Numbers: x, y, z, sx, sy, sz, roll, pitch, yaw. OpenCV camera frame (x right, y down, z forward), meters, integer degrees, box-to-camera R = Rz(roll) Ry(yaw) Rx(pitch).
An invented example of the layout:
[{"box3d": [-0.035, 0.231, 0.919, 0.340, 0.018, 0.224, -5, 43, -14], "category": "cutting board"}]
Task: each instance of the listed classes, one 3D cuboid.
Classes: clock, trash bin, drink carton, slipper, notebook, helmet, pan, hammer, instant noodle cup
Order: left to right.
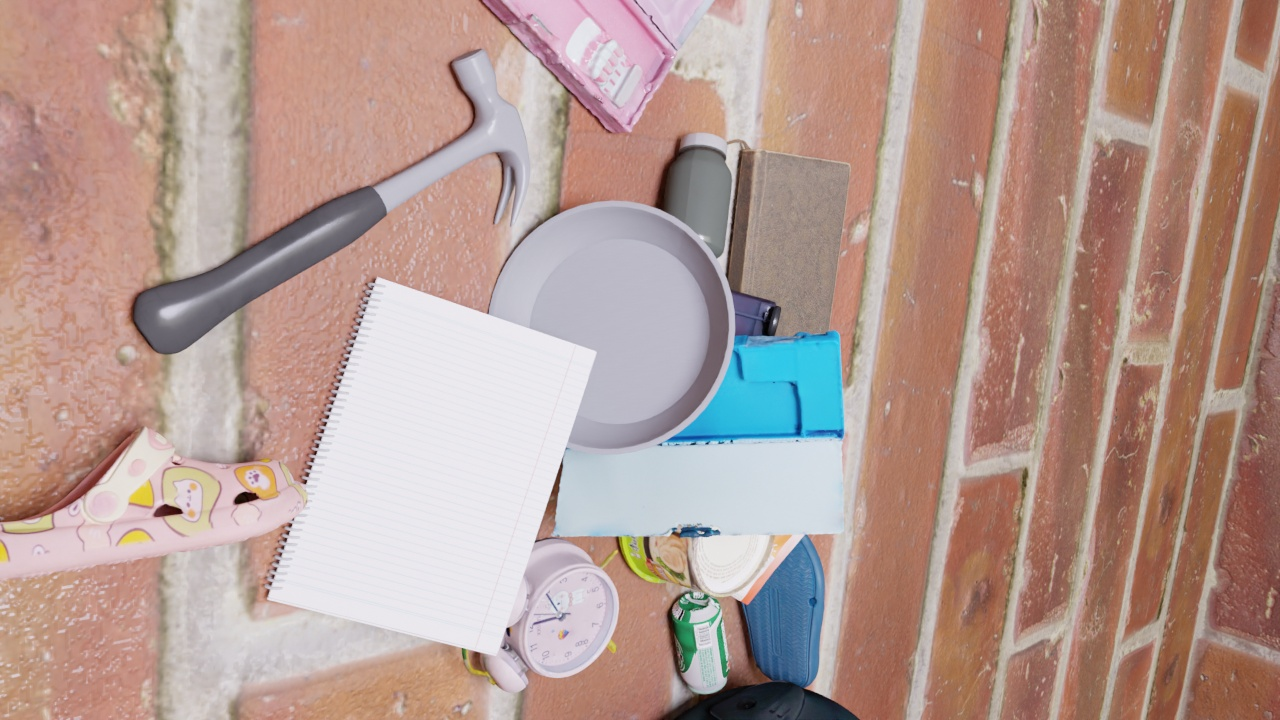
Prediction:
[{"box3d": [-0.311, 0.083, 0.566, 0.196, 0.093, 0.081, -8, 85, -38], "category": "slipper"}, {"box3d": [-0.202, -0.098, 0.647, 0.310, 0.030, 0.125, -39, 123, -27], "category": "hammer"}, {"box3d": [-0.155, 0.082, 0.689, 0.178, 0.013, 0.245, 19, 88, -14], "category": "notebook"}, {"box3d": [-0.089, 0.224, 0.804, 0.157, 0.059, 0.117, -7, 105, -40], "category": "clock"}, {"box3d": [-0.073, 0.035, 0.739, 0.357, 0.201, 0.050, -51, 168, 5], "category": "pan"}, {"box3d": [0.060, 0.158, 0.892, 0.145, 0.098, 0.146, -11, 108, -39], "category": "instant noodle cup"}, {"box3d": [0.064, 0.016, 0.839, 0.092, 0.094, 0.161, -24, 130, -77], "category": "trash bin"}, {"box3d": [0.103, 0.460, 0.912, 0.315, 0.236, 0.249, -15, 110, -36], "category": "helmet"}, {"box3d": [0.123, 0.186, 0.958, 0.122, 0.069, 0.039, -51, 164, 6], "category": "drink carton"}, {"box3d": [0.133, -0.107, 0.936, 0.189, 0.034, 0.215, -1, 102, -40], "category": "notebook"}, {"box3d": [0.161, 0.263, 1.007, 0.059, 0.104, 0.214, -28, 116, -49], "category": "slipper"}]

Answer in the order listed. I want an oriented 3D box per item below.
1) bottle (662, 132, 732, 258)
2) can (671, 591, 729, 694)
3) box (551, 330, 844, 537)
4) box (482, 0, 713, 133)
[{"box3d": [0.051, -0.147, 0.830, 0.060, 0.060, 0.108, 18, 75, -42], "category": "bottle"}, {"box3d": [0.063, 0.294, 0.959, 0.053, 0.053, 0.101, -24, 115, -35], "category": "can"}, {"box3d": [0.047, 0.063, 0.772, 0.071, 0.244, 0.170, 28, 60, -75], "category": "box"}, {"box3d": [-0.043, -0.318, 0.726, 0.232, 0.039, 0.179, 40, 78, -40], "category": "box"}]
